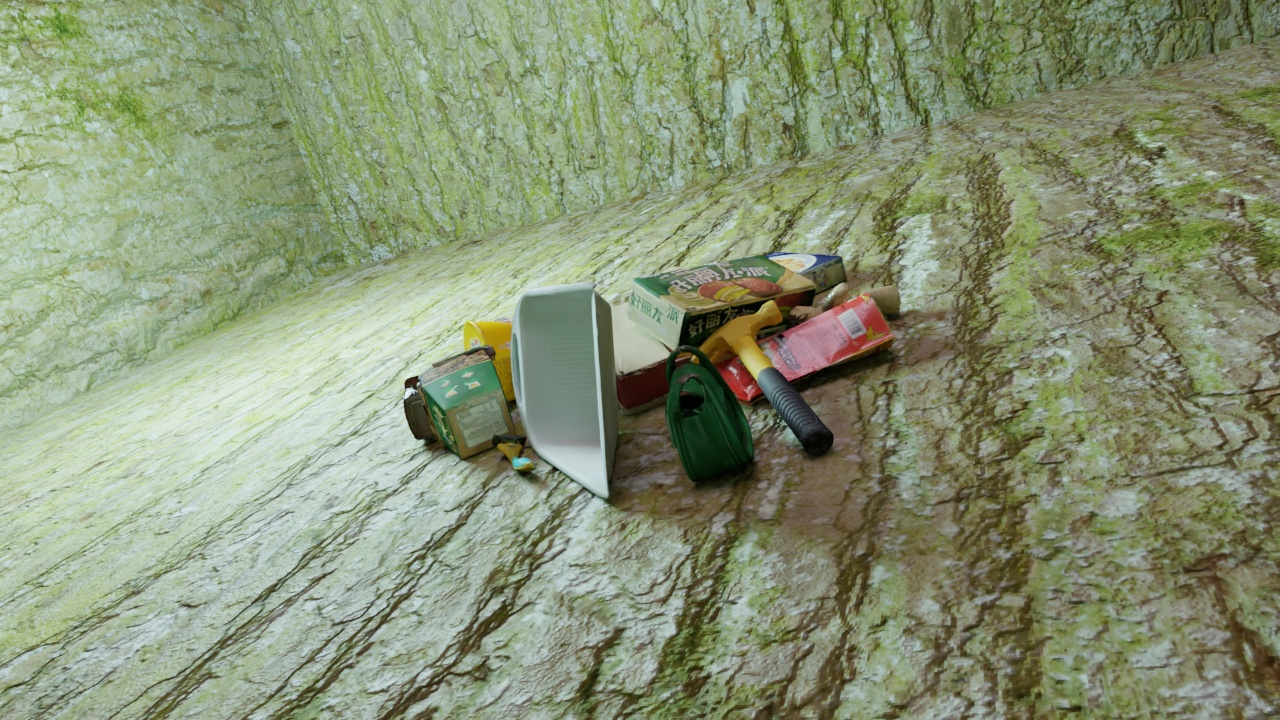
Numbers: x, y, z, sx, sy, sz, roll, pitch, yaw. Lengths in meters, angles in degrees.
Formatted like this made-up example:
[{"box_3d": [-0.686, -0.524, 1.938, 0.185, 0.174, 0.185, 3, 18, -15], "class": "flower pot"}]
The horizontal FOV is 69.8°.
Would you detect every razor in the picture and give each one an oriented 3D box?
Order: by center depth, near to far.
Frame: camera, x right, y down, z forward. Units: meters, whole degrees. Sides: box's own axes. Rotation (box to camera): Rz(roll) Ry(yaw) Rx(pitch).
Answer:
[{"box_3d": [-0.146, 0.115, 1.099, 0.043, 0.028, 0.133, 9, 5, -21], "class": "razor"}]

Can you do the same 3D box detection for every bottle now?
[{"box_3d": [-0.326, 0.060, 1.361, 0.044, 0.080, 0.195, -16, 15, -11], "class": "bottle"}]

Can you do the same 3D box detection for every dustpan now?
[{"box_3d": [-0.100, 0.022, 1.043, 0.143, 0.223, 0.257, -3, 7, 4], "class": "dustpan"}]

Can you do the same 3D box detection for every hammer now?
[{"box_3d": [0.143, 0.020, 1.027, 0.129, 0.033, 0.300, -30, 27, 1], "class": "hammer"}]

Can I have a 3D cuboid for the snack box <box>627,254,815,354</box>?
[{"box_3d": [0.111, -0.079, 1.225, 0.239, 0.063, 0.114, -14, 35, -34], "class": "snack box"}]

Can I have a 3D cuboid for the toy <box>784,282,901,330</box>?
[{"box_3d": [0.271, -0.062, 1.221, 0.157, 0.066, 0.105, -15, -16, -8], "class": "toy"}]

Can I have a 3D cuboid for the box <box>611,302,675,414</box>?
[{"box_3d": [-0.016, -0.013, 1.214, 0.091, 0.081, 0.168, -21, 35, -12], "class": "box"}]

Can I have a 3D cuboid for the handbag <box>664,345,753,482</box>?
[{"box_3d": [0.065, 0.052, 0.937, 0.068, 0.120, 0.131, -20, 18, 11], "class": "handbag"}]

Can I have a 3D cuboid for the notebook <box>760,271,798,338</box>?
[{"box_3d": [0.124, -0.077, 1.385, 0.207, 0.010, 0.145, -1, 46, 44], "class": "notebook"}]

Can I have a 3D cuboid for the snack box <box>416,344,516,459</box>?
[{"box_3d": [-0.221, 0.064, 1.219, 0.117, 0.118, 0.105, -23, 30, -17], "class": "snack box"}]

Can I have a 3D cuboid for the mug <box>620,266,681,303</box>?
[{"box_3d": [0.021, -0.094, 1.527, 0.103, 0.084, 0.125, -28, 5, -30], "class": "mug"}]

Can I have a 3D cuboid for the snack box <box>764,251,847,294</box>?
[{"box_3d": [0.209, -0.127, 1.496, 0.182, 0.046, 0.178, -24, 19, -23], "class": "snack box"}]

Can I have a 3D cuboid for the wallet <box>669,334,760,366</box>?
[{"box_3d": [0.104, -0.029, 1.288, 0.131, 0.035, 0.118, -13, 34, 15], "class": "wallet"}]

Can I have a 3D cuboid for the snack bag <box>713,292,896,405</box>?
[{"box_3d": [0.196, -0.011, 1.120, 0.208, 0.073, 0.128, -23, 28, -1], "class": "snack bag"}]

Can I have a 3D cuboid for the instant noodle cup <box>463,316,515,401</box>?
[{"box_3d": [-0.189, -0.005, 1.363, 0.109, 0.138, 0.138, -16, 15, -25], "class": "instant noodle cup"}]
